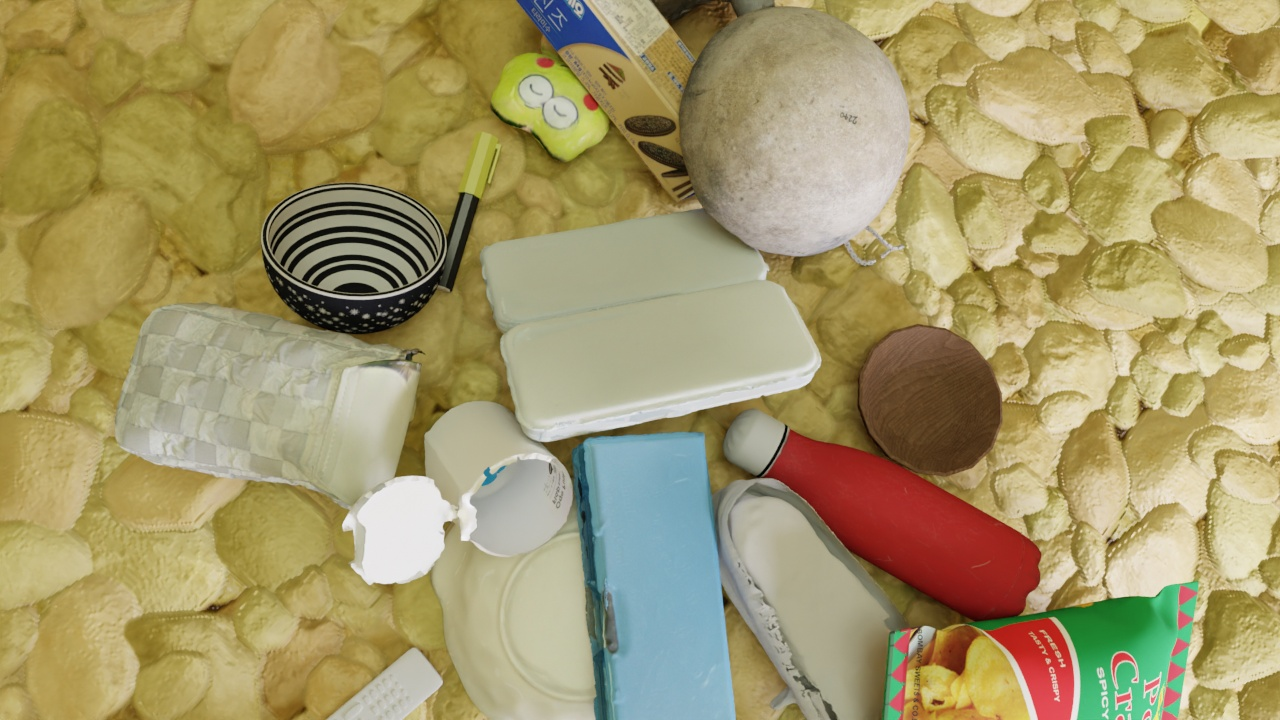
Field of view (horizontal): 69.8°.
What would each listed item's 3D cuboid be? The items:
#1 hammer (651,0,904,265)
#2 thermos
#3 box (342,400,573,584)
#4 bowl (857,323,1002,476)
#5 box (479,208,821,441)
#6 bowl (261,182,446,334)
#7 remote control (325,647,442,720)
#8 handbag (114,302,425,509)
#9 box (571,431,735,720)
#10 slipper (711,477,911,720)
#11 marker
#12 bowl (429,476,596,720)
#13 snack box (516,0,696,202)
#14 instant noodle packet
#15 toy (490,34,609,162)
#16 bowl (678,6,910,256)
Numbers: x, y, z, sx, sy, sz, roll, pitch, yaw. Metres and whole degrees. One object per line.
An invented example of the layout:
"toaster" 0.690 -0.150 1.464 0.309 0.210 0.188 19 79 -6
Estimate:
"hammer" 0.110 -0.221 0.709 0.176 0.080 0.326 -26 95 -19
"thermos" 0.169 0.107 0.666 0.240 0.073 0.073 29 78 -1
"box" -0.129 0.081 0.595 0.150 0.106 0.080 -5 111 -31
"bowl" 0.216 0.032 0.703 0.118 0.030 0.117 3 75 -10
"box" 0.001 -0.037 0.643 0.208 0.037 0.188 -10 54 -10
"bowl" -0.199 -0.061 0.642 0.120 0.067 0.120 9 45 -9
"remote control" -0.195 0.250 0.624 0.130 0.012 0.033 -39 85 -12
"handbag" -0.238 0.027 0.603 0.171 0.123 0.112 14 88 -10
"box" 0.008 0.164 0.596 0.093 0.053 0.231 -3 81 -25
"slipper" 0.123 0.190 0.644 0.112 0.074 0.247 -35 97 -6
"marker" -0.130 -0.111 0.690 0.021 0.017 0.123 15 80 -4
"bowl" -0.042 0.174 0.634 0.219 0.060 0.188 28 78 -3
"snack box" -0.007 -0.218 0.673 0.207 0.057 0.056 49 54 -13
"instant noodle packet" 0.272 0.257 0.628 0.252 0.090 0.196 -3 103 -18
"toy" -0.055 -0.210 0.703 0.092 0.046 0.115 37 70 -2
"bowl" 0.121 -0.164 0.638 0.178 0.081 0.178 -1 93 -17
